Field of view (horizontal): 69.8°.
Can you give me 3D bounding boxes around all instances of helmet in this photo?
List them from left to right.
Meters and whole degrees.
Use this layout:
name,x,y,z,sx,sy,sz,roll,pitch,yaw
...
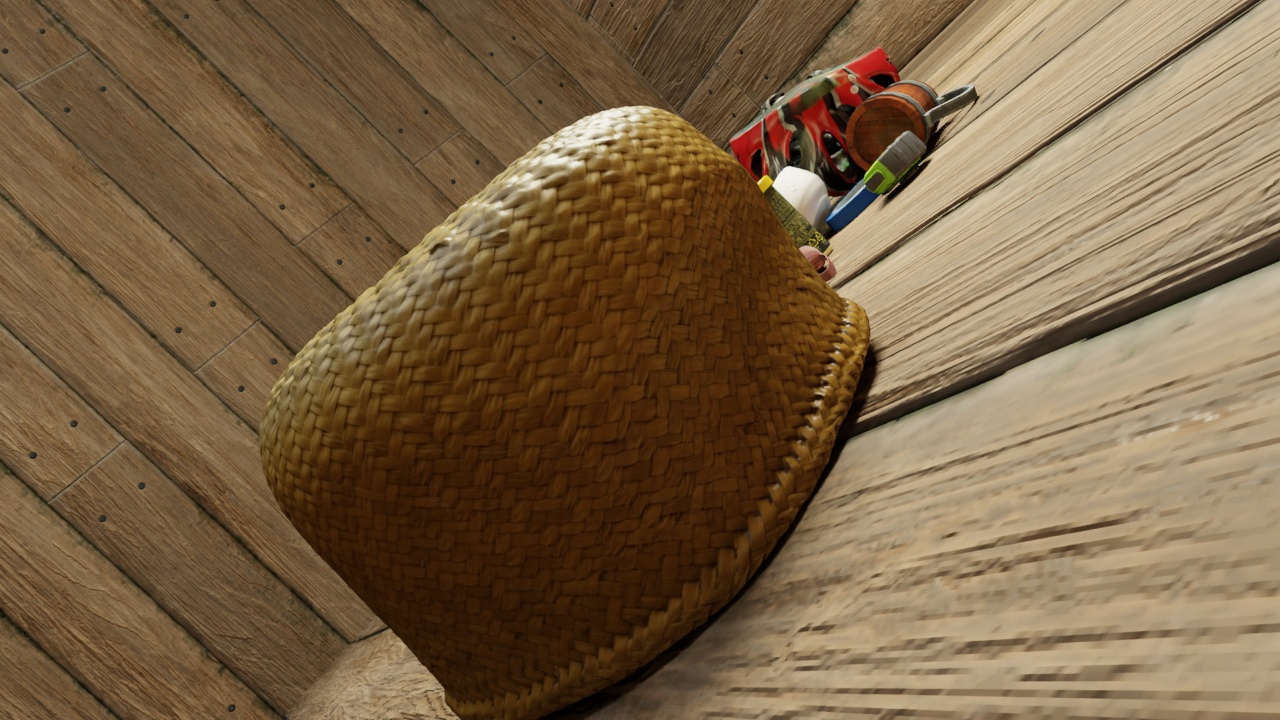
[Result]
name,x,y,z,sx,sy,sz,roll,pitch,yaw
helmet,0.226,-0.286,1.139,0.218,0.167,0.271,-30,-1,17

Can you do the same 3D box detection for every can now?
name,x,y,z,sx,sy,sz,roll,pitch,yaw
can,0.126,-0.118,0.968,0.072,0.101,0.131,-47,3,-18

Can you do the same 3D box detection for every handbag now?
name,x,y,z,sx,sy,sz,roll,pitch,yaw
handbag,0.157,-0.081,0.843,0.055,0.029,0.119,-44,9,2

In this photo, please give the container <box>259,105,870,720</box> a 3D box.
name,x,y,z,sx,sy,sz,roll,pitch,yaw
container,-0.050,0.016,0.503,0.307,0.196,0.306,-42,7,6

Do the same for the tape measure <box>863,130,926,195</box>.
name,x,y,z,sx,sy,sz,roll,pitch,yaw
tape measure,0.246,-0.186,0.881,0.066,0.036,0.058,-48,-8,32

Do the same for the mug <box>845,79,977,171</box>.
name,x,y,z,sx,sy,sz,roll,pitch,yaw
mug,0.284,-0.252,0.952,0.118,0.081,0.110,-13,20,36

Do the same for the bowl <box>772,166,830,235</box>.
name,x,y,z,sx,sy,sz,roll,pitch,yaw
bowl,0.181,-0.164,1.045,0.104,0.054,0.105,-48,-32,-45

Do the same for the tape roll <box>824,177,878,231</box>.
name,x,y,z,sx,sy,sz,roll,pitch,yaw
tape roll,0.243,-0.181,1.010,0.092,0.016,0.091,-47,4,-22
